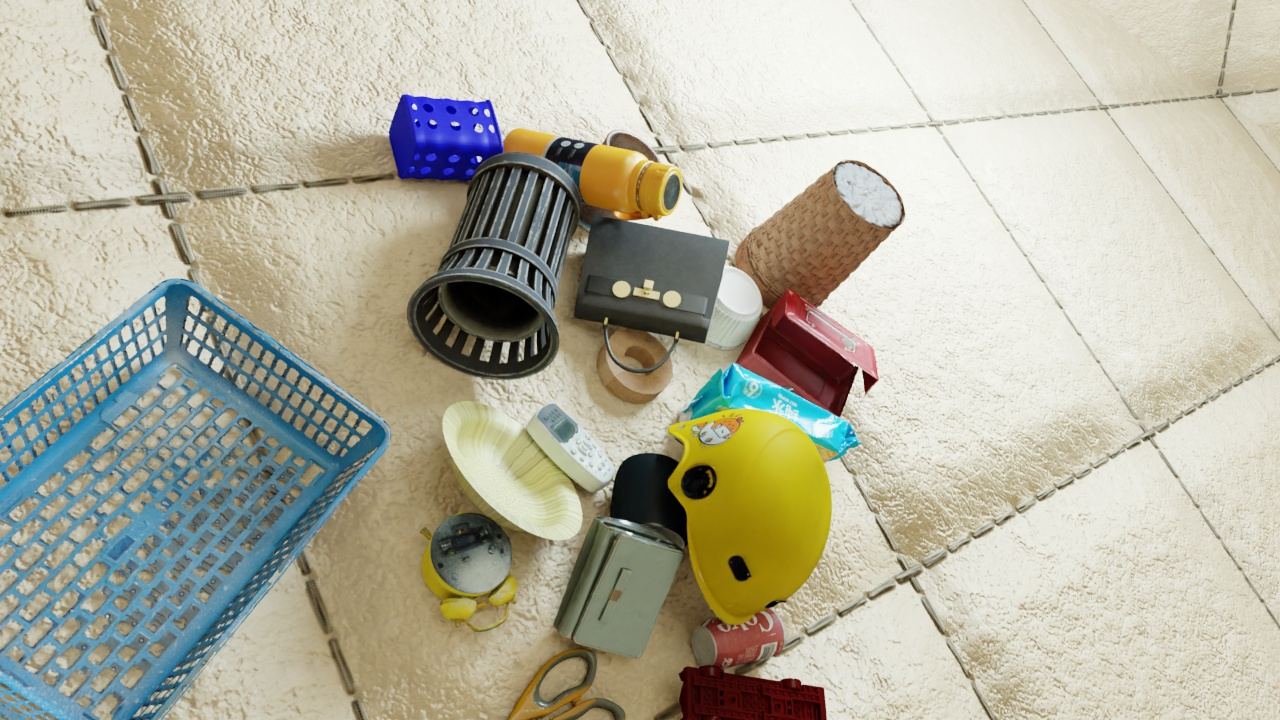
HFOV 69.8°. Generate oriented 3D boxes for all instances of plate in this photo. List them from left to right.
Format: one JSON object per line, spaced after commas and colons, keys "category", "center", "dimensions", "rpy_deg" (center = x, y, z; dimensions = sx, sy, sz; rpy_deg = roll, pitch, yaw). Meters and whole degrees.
{"category": "plate", "center": [-0.142, 0.123, 0.953], "dimensions": [0.184, 0.036, 0.184], "rpy_deg": [41, 16, -15]}

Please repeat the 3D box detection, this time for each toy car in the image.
{"category": "toy car", "center": [0.112, 0.366, 0.965], "dimensions": [0.169, 0.062, 0.070], "rpy_deg": [16, 54, -22]}

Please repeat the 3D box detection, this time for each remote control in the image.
{"category": "remote control", "center": [-0.077, 0.099, 1.035], "dimensions": [0.114, 0.028, 0.060], "rpy_deg": [46, 27, 2]}

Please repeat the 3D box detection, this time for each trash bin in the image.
{"category": "trash bin", "center": [-0.154, -0.118, 1.054], "dimensions": [0.164, 0.165, 0.226], "rpy_deg": [24, 48, -16]}
{"category": "trash bin", "center": [0.252, -0.178, 1.296], "dimensions": [0.151, 0.211, 0.151], "rpy_deg": [15, 54, -22]}

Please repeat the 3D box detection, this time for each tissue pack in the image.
{"category": "tissue pack", "center": [0.158, 0.083, 1.138], "dimensions": [0.209, 0.117, 0.065], "rpy_deg": [25, 54, -16]}

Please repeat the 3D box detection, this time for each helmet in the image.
{"category": "helmet", "center": [0.136, 0.156, 0.999], "dimensions": [0.209, 0.140, 0.239], "rpy_deg": [48, 27, -37]}

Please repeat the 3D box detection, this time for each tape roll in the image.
{"category": "tape roll", "center": [-0.007, 0.007, 1.145], "dimensions": [0.094, 0.027, 0.093], "rpy_deg": [15, 55, -22]}

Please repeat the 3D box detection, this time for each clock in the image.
{"category": "clock", "center": [-0.167, 0.208, 0.902], "dimensions": [0.083, 0.057, 0.118], "rpy_deg": [-15, 69, -37]}

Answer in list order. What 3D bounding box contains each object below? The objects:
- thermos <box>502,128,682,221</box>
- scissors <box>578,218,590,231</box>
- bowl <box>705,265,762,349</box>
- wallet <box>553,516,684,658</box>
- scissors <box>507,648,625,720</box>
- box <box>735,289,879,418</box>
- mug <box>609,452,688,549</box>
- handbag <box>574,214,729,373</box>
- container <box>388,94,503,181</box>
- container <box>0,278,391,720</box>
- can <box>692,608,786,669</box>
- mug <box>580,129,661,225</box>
{"category": "thermos", "center": [-0.059, -0.230, 1.144], "dimensions": [0.233, 0.091, 0.076], "rpy_deg": [17, 85, 25]}
{"category": "scissors", "center": [-0.114, -0.235, 1.245], "dimensions": [0.178, 0.016, 0.101], "rpy_deg": [30, 50, -11]}
{"category": "bowl", "center": [0.116, -0.079, 1.250], "dimensions": [0.115, 0.063, 0.115], "rpy_deg": [15, 55, -22]}
{"category": "wallet", "center": [-0.022, 0.234, 0.940], "dimensions": [0.100, 0.054, 0.132], "rpy_deg": [20, 96, -16]}
{"category": "scissors", "center": [-0.110, 0.363, 0.865], "dimensions": [0.228, 0.016, 0.114], "rpy_deg": [-25, 75, -38]}
{"category": "box", "center": [0.226, 0.000, 1.256], "dimensions": [0.157, 0.127, 0.136], "rpy_deg": [35, 29, -3]}
{"category": "mug", "center": [0.020, 0.171, 1.029], "dimensions": [0.121, 0.085, 0.094], "rpy_deg": [44, 38, -38]}
{"category": "handbag", "center": [0.006, -0.069, 1.143], "dimensions": [0.176, 0.072, 0.195], "rpy_deg": [11, 59, 3]}
{"category": "container", "center": [-0.245, -0.276, 1.147], "dimensions": [0.113, 0.085, 0.085], "rpy_deg": [-4, 65, -32]}
{"category": "container", "center": [-0.422, 0.127, 0.780], "dimensions": [0.257, 0.089, 0.360], "rpy_deg": [37, 49, -5]}
{"category": "can", "center": [0.108, 0.305, 1.007], "dimensions": [0.096, 0.054, 0.054], "rpy_deg": [-2, 62, -32]}
{"category": "mug", "center": [-0.023, -0.238, 1.236], "dimensions": [0.122, 0.110, 0.096], "rpy_deg": [9, 57, -37]}
